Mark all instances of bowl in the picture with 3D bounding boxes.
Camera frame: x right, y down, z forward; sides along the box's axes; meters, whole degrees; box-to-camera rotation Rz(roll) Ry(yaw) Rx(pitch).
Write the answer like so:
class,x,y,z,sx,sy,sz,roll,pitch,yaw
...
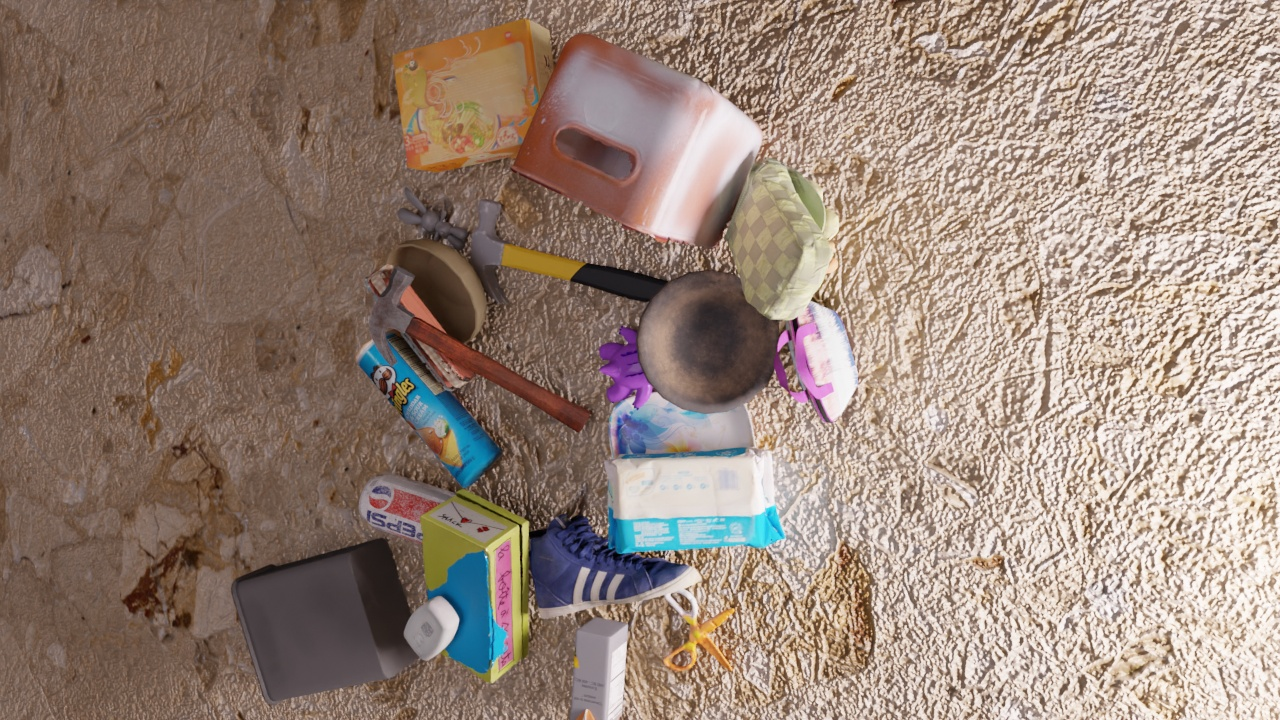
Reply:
class,x,y,z,sx,sy,sz,roll,pitch,yaw
bowl,0.075,-0.022,1.053,0.162,0.070,0.162,0,94,-1
bowl,-0.257,-0.095,1.191,0.152,0.050,0.153,20,133,23

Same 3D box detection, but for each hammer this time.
class,x,y,z,sx,sy,sz,roll,pitch,yaw
hammer,-0.071,-0.109,1.147,0.324,0.029,0.127,15,102,19
hammer,-0.199,0.006,1.154,0.300,0.028,0.111,30,100,-6

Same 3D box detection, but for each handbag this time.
class,x,y,z,sx,sy,sz,roll,pitch,yaw
handbag,0.161,-0.124,0.990,0.186,0.116,0.113,-105,29,-43
handbag,0.179,0.001,0.981,0.068,0.169,0.144,-17,90,22

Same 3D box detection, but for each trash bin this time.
class,x,y,z,sx,sy,sz,roll,pitch,yaw
trash bin,0.008,-0.226,0.977,0.181,0.259,0.157,28,104,17
trash bin,-0.451,0.373,1.318,0.220,0.097,0.192,-18,89,21

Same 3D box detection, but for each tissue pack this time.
class,x,y,z,sx,sy,sz,roll,pitch,yaw
tissue pack,0.061,0.163,1.077,0.209,0.066,0.117,-4,95,13

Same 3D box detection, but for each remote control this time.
class,x,y,z,sx,sy,sz,roll,pitch,yaw
remote control,-0.269,0.343,1.179,0.060,0.028,0.115,47,133,13

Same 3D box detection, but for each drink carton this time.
class,x,y,z,sx,sy,sz,roll,pitch,yaw
drink carton,-0.053,0.401,1.173,0.048,0.076,0.125,5,94,21

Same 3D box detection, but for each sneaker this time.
class,x,y,z,sx,sy,sz,roll,pitch,yaw
sneaker,-0.044,0.239,1.147,0.234,0.091,0.118,-20,86,31

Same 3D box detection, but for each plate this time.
class,x,y,z,sx,sy,sz,roll,pitch,yaw
plate,0.056,0.127,1.128,0.187,0.016,0.187,-8,93,22

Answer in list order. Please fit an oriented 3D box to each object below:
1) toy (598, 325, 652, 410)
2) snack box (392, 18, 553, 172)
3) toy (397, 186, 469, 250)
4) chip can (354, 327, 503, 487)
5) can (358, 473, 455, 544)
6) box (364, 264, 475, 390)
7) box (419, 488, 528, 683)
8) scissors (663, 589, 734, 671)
class,x,y,z,sx,sy,sz,roll,pitch,yaw
toy,-0.006,0.007,1.117,0.088,0.056,0.106,-12,82,10
snack box,-0.199,-0.322,1.144,0.196,0.080,0.145,-6,93,22
toy,-0.277,-0.185,1.219,0.112,0.030,0.049,32,121,10
chip can,-0.280,0.062,1.223,0.229,0.079,0.080,48,110,9
can,-0.307,0.204,1.249,0.136,0.078,0.078,13,101,20
box,-0.280,-0.043,1.180,0.060,0.058,0.187,-38,102,-5
box,-0.212,0.293,1.186,0.124,0.082,0.221,16,120,31
scissors,0.069,0.340,1.150,0.125,0.011,0.129,-41,81,22
